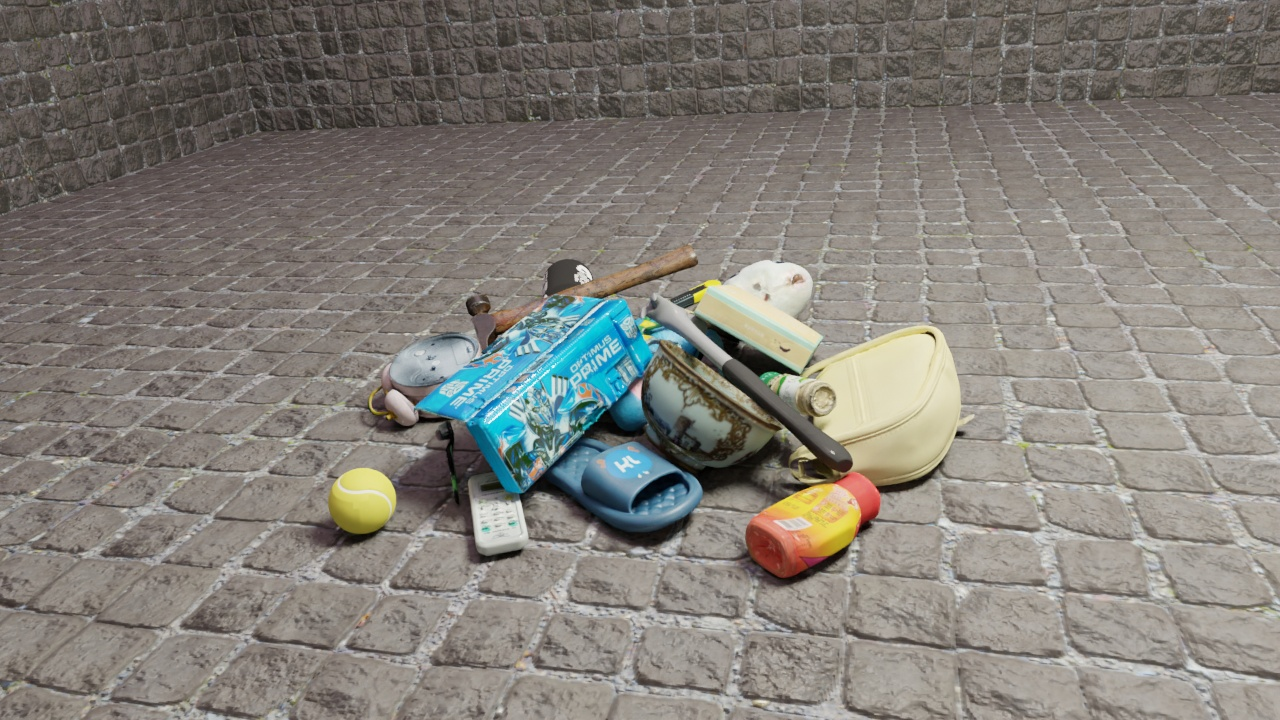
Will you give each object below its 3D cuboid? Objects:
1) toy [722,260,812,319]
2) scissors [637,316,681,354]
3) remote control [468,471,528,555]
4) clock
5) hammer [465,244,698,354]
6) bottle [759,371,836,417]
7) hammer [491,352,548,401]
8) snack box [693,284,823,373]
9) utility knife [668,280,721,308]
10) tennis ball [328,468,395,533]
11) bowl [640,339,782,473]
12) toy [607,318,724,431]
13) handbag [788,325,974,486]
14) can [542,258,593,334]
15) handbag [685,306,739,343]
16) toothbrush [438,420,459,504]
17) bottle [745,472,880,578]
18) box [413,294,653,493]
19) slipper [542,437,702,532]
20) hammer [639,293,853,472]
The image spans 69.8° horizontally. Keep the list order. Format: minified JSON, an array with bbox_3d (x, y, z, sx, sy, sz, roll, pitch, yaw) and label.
[{"bbox_3d":[0.179,-0.092,1.328,0.139,0.101,0.179,-17,4,4],"label":"toy"},{"bbox_3d":[-0.006,-0.026,1.100,0.131,0.012,0.112,-17,44,-10],"label":"scissors"},{"bbox_3d":[-0.144,0.152,0.921,0.050,0.022,0.133,-10,25,-10],"label":"remote control"},{"bbox_3d":[-0.269,0.027,1.156,0.157,0.059,0.116,-21,33,-10],"label":"clock"},{"bbox_3d":[-0.074,-0.088,1.289,0.330,0.033,0.120,-20,63,-5],"label":"hammer"},{"bbox_3d":[0.165,0.037,0.983,0.042,0.043,0.110,-15,9,-21],"label":"bottle"},{"bbox_3d":[-0.092,-0.013,1.218,0.133,0.033,0.332,-34,3,28],"label":"hammer"},{"bbox_3d":[0.152,-0.044,1.133,0.141,0.044,0.193,31,11,9],"label":"snack box"},{"bbox_3d":[0.063,-0.092,1.429,0.029,0.020,0.173,17,33,43],"label":"utility knife"},{"bbox_3d":[-0.279,0.141,0.920,0.065,0.065,0.065,-4,24,2],"label":"tennis ball"},{"bbox_3d":[0.059,0.061,0.970,0.160,0.094,0.160,35,6,-4],"label":"bowl"},{"bbox_3d":[-0.007,0.007,1.147,0.224,0.099,0.190,8,37,42],"label":"toy"},{"bbox_3d":[0.259,0.057,0.998,0.191,0.088,0.232,-14,21,18],"label":"handbag"},{"bbox_3d":[-0.109,-0.097,1.397,0.080,0.080,0.146,-6,24,-2],"label":"can"},{"bbox_3d":[0.096,-0.052,1.205,0.084,0.027,0.178,24,3,11],"label":"handbag"},{"bbox_3d":[-0.216,0.113,1.035,0.017,0.014,0.188,-22,26,-5],"label":"toothbrush"},{"bbox_3d":[0.163,0.147,0.842,0.134,0.048,0.071,-21,29,-32],"label":"bottle"},{"bbox_3d":[-0.109,0.025,1.002,0.114,0.114,0.242,-7,28,45],"label":"box"},{"bbox_3d":[-0.023,0.113,0.942,0.103,0.059,0.214,-22,27,-37],"label":"slipper"},{"bbox_3d":[0.105,0.018,0.955,0.125,0.029,0.311,25,14,-46],"label":"hammer"}]
